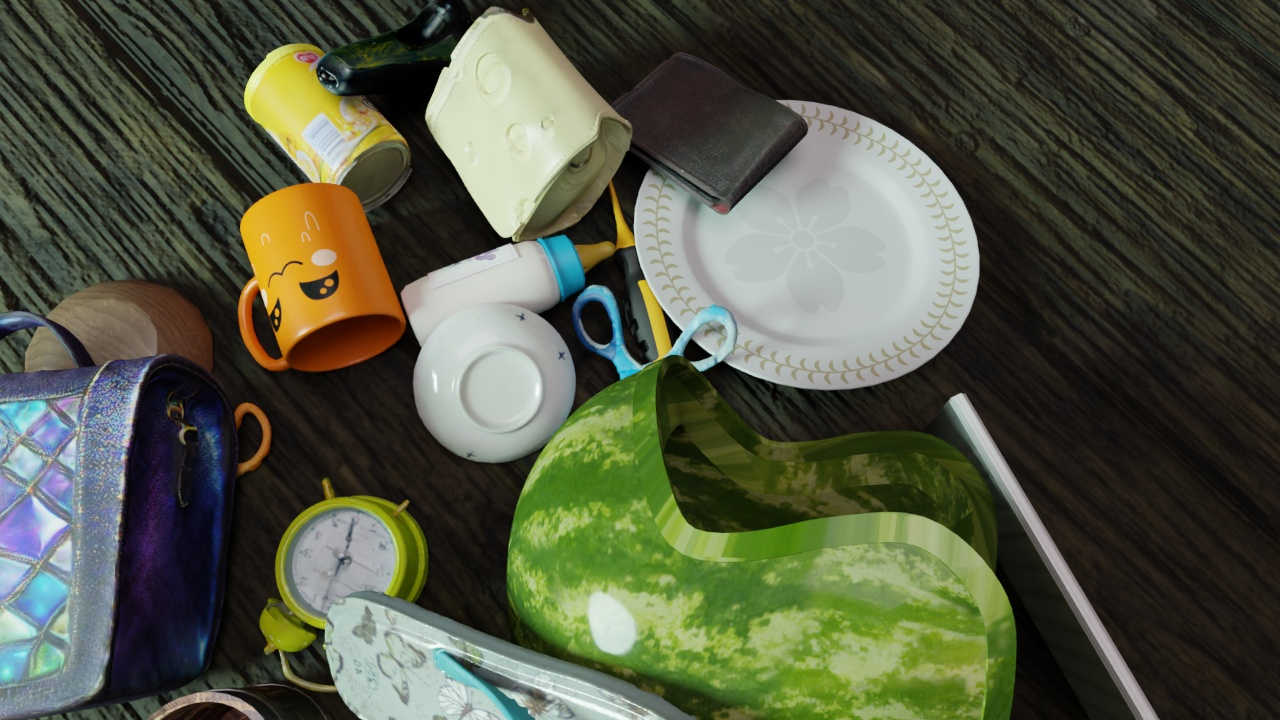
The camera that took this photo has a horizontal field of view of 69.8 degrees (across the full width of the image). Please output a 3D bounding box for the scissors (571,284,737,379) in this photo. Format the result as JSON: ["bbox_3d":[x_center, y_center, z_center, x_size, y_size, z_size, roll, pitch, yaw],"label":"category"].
[{"bbox_3d":[-0.005,0.002,0.598,0.137,0.011,0.134,43,100,20],"label":"scissors"}]

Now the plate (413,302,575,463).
[{"bbox_3d":[-0.090,0.016,0.580,0.104,0.026,0.104,-2,97,-16],"label":"plate"}]

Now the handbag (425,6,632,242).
[{"bbox_3d":[-0.076,-0.159,0.615,0.081,0.111,0.119,-25,74,-40],"label":"handbag"}]

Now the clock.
[{"bbox_3d":[-0.174,0.133,0.542,0.083,0.057,0.119,12,77,0],"label":"clock"}]

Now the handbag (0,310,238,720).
[{"bbox_3d":[-0.347,0.081,0.503,0.205,0.125,0.221,-7,75,-1],"label":"handbag"}]

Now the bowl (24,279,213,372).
[{"bbox_3d":[-0.340,-0.003,0.589,0.118,0.030,0.117,1,71,-4],"label":"bowl"}]

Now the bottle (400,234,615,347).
[{"bbox_3d":[-0.084,-0.052,0.613,0.146,0.051,0.051,-22,74,-11],"label":"bottle"}]

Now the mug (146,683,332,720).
[{"bbox_3d":[-0.228,0.222,0.480,0.115,0.107,0.080,-30,76,-13],"label":"mug"}]

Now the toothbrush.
[{"bbox_3d":[-0.006,-0.071,0.638,0.030,0.031,0.196,-10,68,-16],"label":"toothbrush"}]

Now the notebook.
[{"bbox_3d":[0.227,0.123,0.530,0.009,0.142,0.209,-28,75,5],"label":"notebook"}]

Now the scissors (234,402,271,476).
[{"bbox_3d":[-0.277,0.084,0.574,0.064,0.013,0.127,14,71,1],"label":"scissors"}]

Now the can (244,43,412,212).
[{"bbox_3d":[-0.214,-0.159,0.631,0.067,0.068,0.105,-40,79,-16],"label":"can"}]

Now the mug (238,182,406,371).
[{"bbox_3d":[-0.218,-0.044,0.596,0.113,0.077,0.096,-30,74,19],"label":"mug"}]

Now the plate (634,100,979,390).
[{"bbox_3d":[0.116,-0.086,0.646,0.242,0.016,0.242,2,63,-4],"label":"plate"}]

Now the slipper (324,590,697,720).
[{"bbox_3d":[-0.051,0.168,0.384,0.269,0.054,0.098,18,111,30],"label":"slipper"}]

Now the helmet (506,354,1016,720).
[{"bbox_3d":[0.050,0.131,0.471,0.247,0.212,0.243,15,104,16],"label":"helmet"}]

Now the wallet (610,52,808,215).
[{"bbox_3d":[0.044,-0.165,0.655,0.120,0.031,0.099,36,63,16],"label":"wallet"}]

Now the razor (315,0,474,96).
[{"bbox_3d":[-0.165,-0.217,0.636,0.054,0.067,0.151,35,35,6],"label":"razor"}]
